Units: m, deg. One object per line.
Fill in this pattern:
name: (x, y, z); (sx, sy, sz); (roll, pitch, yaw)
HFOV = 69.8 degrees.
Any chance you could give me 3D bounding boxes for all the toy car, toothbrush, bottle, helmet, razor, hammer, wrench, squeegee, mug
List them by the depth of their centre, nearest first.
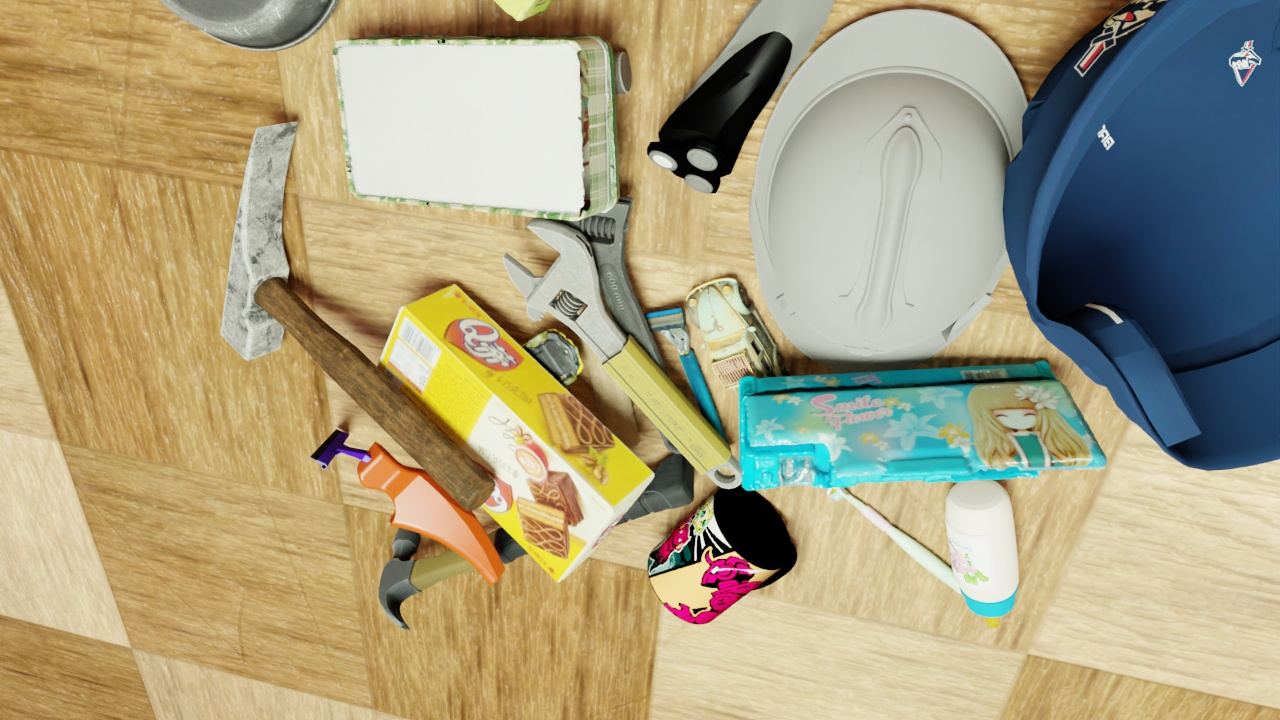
helmet: (0.300, -0.099, 0.468); (0.232, 0.222, 0.272); (-26, 142, 13)
razor: (0.068, -0.182, 0.592); (0.057, 0.060, 0.156); (30, 105, -18)
helmet: (0.156, -0.074, 0.593); (0.183, 0.117, 0.272); (9, 125, 10)
wrench: (-0.010, -0.034, 0.700); (0.073, 0.018, 0.273); (-7, 123, 24)
toy car: (0.074, -0.007, 0.700); (0.047, 0.047, 0.112); (-21, 115, 27)
wrench: (-0.004, 0.004, 0.704); (0.084, 0.018, 0.273); (-29, 113, 35)
hammer: (-0.213, -0.016, 0.711); (0.300, 0.036, 0.218); (40, 129, 16)
hammer: (-0.041, -0.069, 0.713); (0.119, 0.030, 0.332); (-1, 124, 17)
razor: (0.045, 0.019, 0.740); (0.042, 0.022, 0.144); (-6, 121, 36)
bottle: (0.281, 0.165, 0.748); (0.051, 0.051, 0.146); (-7, 119, 19)
toy car: (-0.086, 0.006, 0.758); (0.107, 0.030, 0.049); (-25, 100, 42)
squeegee: (-0.185, 0.121, 0.771); (0.055, 0.250, 0.185); (-46, 100, -10)
toothbrush: (0.221, 0.153, 0.779); (0.155, 0.015, 0.022); (37, 158, -8)
mug: (0.082, 0.172, 0.800); (0.118, 0.081, 0.098); (19, 129, -31)
hammer: (-0.103, 0.160, 0.828); (0.334, 0.117, 0.025); (-22, 125, 20)

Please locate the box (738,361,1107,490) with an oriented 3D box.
box: (0.187, 0.072, 0.647); (0.227, 0.121, 0.098); (-3, 123, 3)

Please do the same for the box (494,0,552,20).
box: (-0.042, -0.314, 0.508); (0.124, 0.080, 0.221); (37, 118, -10)

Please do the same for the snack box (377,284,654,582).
snack box: (-0.109, 0.057, 0.736); (0.230, 0.061, 0.110); (43, 130, 10)

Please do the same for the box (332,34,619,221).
box: (-0.113, -0.161, 0.622); (0.206, 0.049, 0.118); (8, 111, 25)

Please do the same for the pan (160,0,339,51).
pan: (-0.204, -0.285, 0.610); (0.357, 0.055, 0.188); (15, 124, 11)
